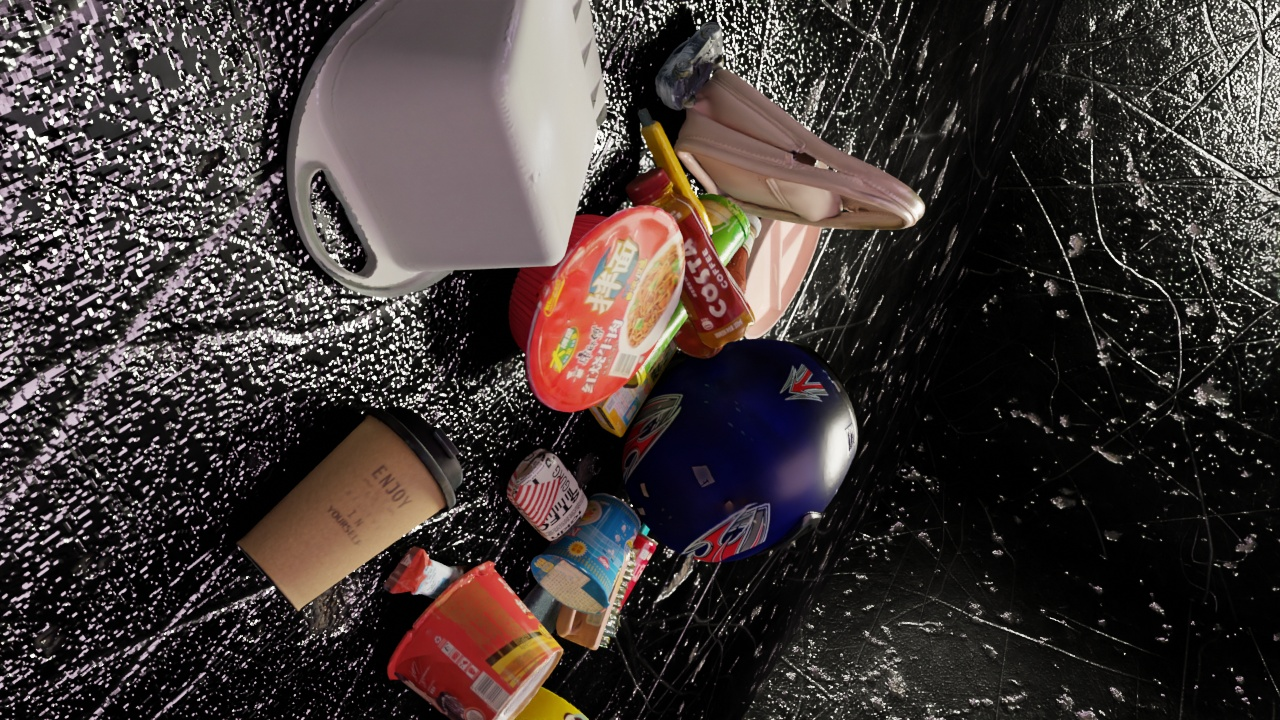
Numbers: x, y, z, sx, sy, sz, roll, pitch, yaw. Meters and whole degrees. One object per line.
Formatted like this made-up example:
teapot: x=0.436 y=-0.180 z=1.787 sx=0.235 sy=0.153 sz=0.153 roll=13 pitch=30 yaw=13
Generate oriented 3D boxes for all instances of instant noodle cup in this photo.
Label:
instant noodle cup: x=-0.054 y=0.214 z=1.041 sx=0.109 sy=0.099 sz=0.099 roll=-55 pitch=156 yaw=-40
instant noodle cup: x=-0.045 y=-0.053 z=0.793 sx=0.193 sy=0.066 sz=0.194 roll=-36 pitch=142 yaw=-34
instant noodle cup: x=-0.147 y=0.276 z=0.849 sx=0.137 sy=0.108 sz=0.138 roll=-46 pitch=164 yaw=-18

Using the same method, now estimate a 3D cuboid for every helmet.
helmet: x=0.096 y=0.120 z=1.081 sx=0.239 sy=0.247 sz=0.316 roll=-30 pitch=163 yaw=-28

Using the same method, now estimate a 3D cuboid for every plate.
plate: x=0.186 y=-0.138 z=1.245 sx=0.228 sy=0.028 sz=0.230 roll=-47 pitch=152 yaw=-34

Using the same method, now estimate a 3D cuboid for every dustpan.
dustpan: x=-0.120 y=-0.169 z=0.609 sx=0.223 sy=0.143 sz=0.257 roll=79 pitch=14 yaw=-55

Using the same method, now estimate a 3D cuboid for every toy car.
toy car: x=0.046 y=-0.265 z=0.820 sx=0.090 sy=0.034 sz=0.043 roll=-56 pitch=153 yaw=-22

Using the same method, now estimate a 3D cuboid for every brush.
brush: x=-0.053 y=0.275 z=1.125 sx=0.073 sy=0.063 sz=0.145 roll=36 pitch=69 yaw=-43

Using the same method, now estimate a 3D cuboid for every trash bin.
trash bin: x=-0.161 y=0.493 z=0.956 sx=0.254 sy=0.230 sz=0.230 roll=-48 pitch=152 yaw=-44

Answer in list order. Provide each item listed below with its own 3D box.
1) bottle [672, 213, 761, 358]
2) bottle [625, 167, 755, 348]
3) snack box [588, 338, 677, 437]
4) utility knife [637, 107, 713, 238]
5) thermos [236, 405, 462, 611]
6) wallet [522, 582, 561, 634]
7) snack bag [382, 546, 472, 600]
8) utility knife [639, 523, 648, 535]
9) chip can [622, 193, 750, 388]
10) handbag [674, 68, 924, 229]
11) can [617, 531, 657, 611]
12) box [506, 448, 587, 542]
bottle: x=0.093 y=-0.092 z=1.032 sx=0.060 sy=0.060 sz=0.205 roll=86 pitch=23 yaw=-49
bottle: x=0.045 y=-0.097 z=0.864 sx=0.057 sy=0.058 sz=0.175 roll=-46 pitch=114 yaw=-35
snack box: x=-0.006 y=0.006 z=0.994 sx=0.140 sy=0.034 sz=0.087 roll=-56 pitch=155 yaw=-14
utility knife: x=0.034 y=-0.171 z=0.856 sx=0.015 sy=0.033 sz=0.171 roll=-49 pitch=138 yaw=-16
thermos: x=-0.198 y=0.100 z=0.633 sx=0.143 sy=0.093 sz=0.093 roll=-42 pitch=149 yaw=-27
wallet: x=-0.118 y=0.302 z=1.086 sx=0.097 sy=0.019 sz=0.121 roll=-47 pitch=153 yaw=-34
snack bag: x=-0.187 y=0.194 z=0.819 sx=0.048 sy=0.026 sz=0.104 roll=-51 pitch=157 yaw=-5
utility knife: x=-0.005 y=0.253 z=1.271 sx=0.218 sy=0.013 sz=0.029 roll=-64 pitch=158 yaw=-5
chip can: x=0.031 y=-0.076 z=0.934 sx=0.220 sy=0.072 sz=0.073 roll=-53 pitch=154 yaw=-22
handbag: x=0.162 y=-0.180 z=0.893 sx=0.093 sy=0.234 sz=0.193 roll=-63 pitch=156 yaw=3
can: x=-0.033 y=0.282 z=1.193 sx=0.132 sy=0.053 sz=0.053 roll=-59 pitch=156 yaw=-11
box: x=-0.091 y=0.142 z=0.939 sx=0.068 sy=0.051 sz=0.164 roll=-38 pitch=152 yaw=-7
